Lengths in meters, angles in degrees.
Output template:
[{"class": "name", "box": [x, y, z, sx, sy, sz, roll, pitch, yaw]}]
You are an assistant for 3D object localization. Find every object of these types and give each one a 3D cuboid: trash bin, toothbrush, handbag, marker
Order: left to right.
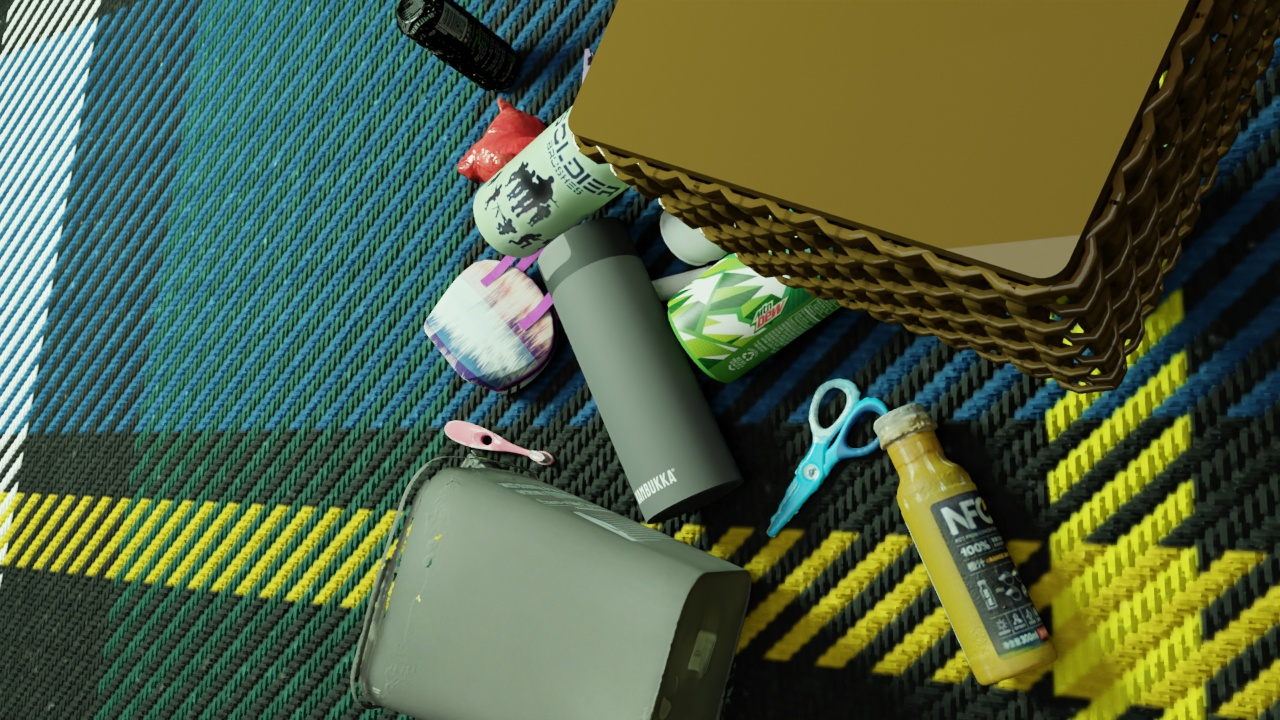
[{"class": "toothbrush", "box": [-0.136, 0.077, 0.857, 0.135, 0.016, 0.021, 13, 82, 32]}, {"class": "handbag", "box": [-0.109, -0.058, 0.849, 0.170, 0.068, 0.144, -47, 59, 6]}, {"class": "trash bin", "box": [-0.054, 0.197, 0.689, 0.220, 0.197, 0.197, 13, 85, 26]}, {"class": "marker", "box": [0.047, -0.067, 0.778, 0.146, 0.019, 0.019, -12, 74, 28]}]

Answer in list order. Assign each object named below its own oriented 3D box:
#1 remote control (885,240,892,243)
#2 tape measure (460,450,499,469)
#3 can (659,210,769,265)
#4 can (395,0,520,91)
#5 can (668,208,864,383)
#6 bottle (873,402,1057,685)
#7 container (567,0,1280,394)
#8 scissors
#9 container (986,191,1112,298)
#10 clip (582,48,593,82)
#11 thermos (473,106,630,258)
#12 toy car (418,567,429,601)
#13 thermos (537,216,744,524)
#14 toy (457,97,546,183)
[{"class": "remote control", "box": [0.175, -0.139, 0.720, 0.032, 0.015, 0.136, -26, 70, 24]}, {"class": "tape measure", "box": [-0.151, 0.125, 0.844, 0.059, 0.035, 0.065, 33, 97, 31]}, {"class": "can", "box": [0.067, -0.125, 0.734, 0.128, 0.064, 0.064, -35, 61, 47]}, {"class": "can", "box": [-0.175, -0.310, 0.890, 0.054, 0.137, 0.054, -7, 75, 29]}, {"class": "can", "box": [0.099, -0.053, 0.706, 0.144, 0.083, 0.083, -36, 64, 19]}, {"class": "bottle", "box": [0.213, 0.119, 0.620, 0.053, 0.053, 0.186, -29, 66, 22]}, {"class": "container", "box": [0.149, -0.151, 0.421, 0.220, 0.214, 0.251, 25, 93, 32]}, {"class": "scissors", "box": [0.135, 0.079, 0.700, 0.066, 0.015, 0.135, 37, 96, 29]}, {"class": "container", "box": [0.237, -0.104, 0.586, 0.132, 0.167, 0.132, -7, 76, 29]}, {"class": "clip", "box": [-0.040, -0.281, 0.879, 0.041, 0.014, 0.052, -22, 66, 23]}, {"class": "thermos", "box": [-0.042, -0.157, 0.729, 0.232, 0.082, 0.082, -26, 66, 47]}, {"class": "toy car", "box": [-0.183, 0.239, 0.842, 0.048, 0.033, 0.105, -18, 70, 28]}, {"class": "thermos", "box": [-0.004, 0.004, 0.741, 0.082, 0.082, 0.240, -31, 72, 22]}, {"class": "toy", "box": [-0.097, -0.194, 0.858, 0.133, 0.088, 0.094, 20, 79, 31]}]
